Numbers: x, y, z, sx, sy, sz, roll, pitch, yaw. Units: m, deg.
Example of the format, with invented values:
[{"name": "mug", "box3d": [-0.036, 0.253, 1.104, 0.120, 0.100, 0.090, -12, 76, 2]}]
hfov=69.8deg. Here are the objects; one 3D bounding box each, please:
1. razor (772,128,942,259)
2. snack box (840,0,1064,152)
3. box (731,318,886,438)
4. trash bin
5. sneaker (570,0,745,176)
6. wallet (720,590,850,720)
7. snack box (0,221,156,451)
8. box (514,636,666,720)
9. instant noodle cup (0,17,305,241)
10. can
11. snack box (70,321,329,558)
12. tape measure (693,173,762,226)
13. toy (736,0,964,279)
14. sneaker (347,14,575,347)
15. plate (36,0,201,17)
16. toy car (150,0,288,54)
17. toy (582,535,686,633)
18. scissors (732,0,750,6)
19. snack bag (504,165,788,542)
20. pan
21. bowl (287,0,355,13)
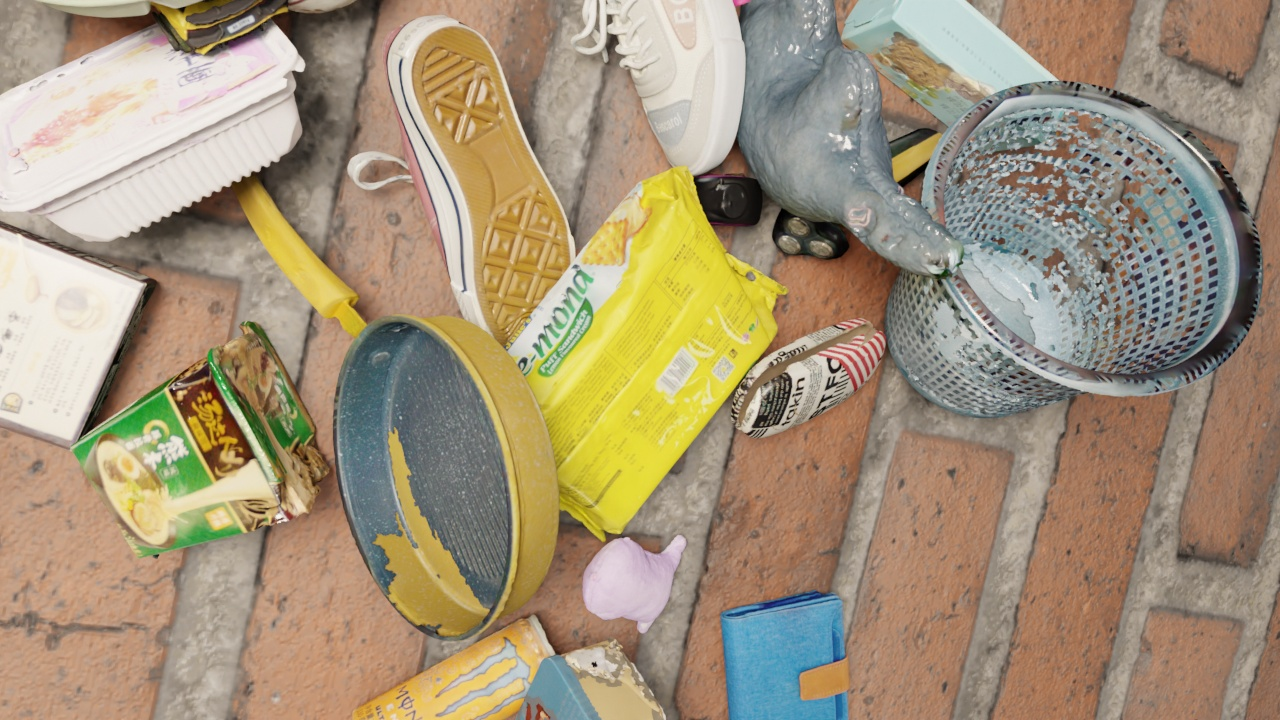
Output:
[{"name": "razor", "box3d": [0.179, -0.135, 0.729, 0.167, 0.062, 0.067, -33, 74, -18]}, {"name": "snack box", "box3d": [0.250, -0.233, 0.728, 0.175, 0.074, 0.051, 30, 85, -19]}, {"name": "box", "box3d": [0.136, 0.016, 0.705, 0.164, 0.060, 0.072, -22, 119, -36]}, {"name": "trash bin", "box3d": [0.282, -0.053, 0.676, 0.226, 0.195, 0.226, 2, 70, -6]}, {"name": "sneaker", "box3d": [0.003, -0.246, 0.631, 0.090, 0.090, 0.242, -17, 98, -32]}, {"name": "wallet", "box3d": [0.122, 0.265, 0.765, 0.106, 0.040, 0.133, -7, 99, -14]}, {"name": "snack box", "box3d": [-0.379, -0.021, 0.549, 0.125, 0.053, 0.113, 24, 89, -19]}, {"name": "box", "box3d": [-0.050, 0.288, 0.649, 0.062, 0.090, 0.185, -1, 125, -40]}, {"name": "instant noodle cup", "box3d": [-0.282, -0.138, 0.538, 0.173, 0.138, 0.060, -31, 139, -14]}, {"name": "can", "box3d": [-0.130, 0.243, 0.664, 0.146, 0.058, 0.058, -26, 104, -14]}, {"name": "snack box", "box3d": [-0.273, 0.053, 0.570, 0.105, 0.118, 0.117, -24, 104, -5]}, {"name": "tape measure", "box3d": [0.062, -0.121, 0.686, 0.057, 0.057, 0.039, -6, 101, -50]}, {"name": "toy", "box3d": [0.121, -0.178, 0.638, 0.091, 0.138, 0.355, -1, 57, -23]}, {"name": "sneaker", "box3d": [-0.115, -0.111, 0.612, 0.118, 0.088, 0.241, -35, 130, -24]}, {"name": "plate", "box3d": [-0.265, -0.280, 0.509, 0.230, 0.027, 0.229, -2, 68, 5]}, {"name": "toy car", "box3d": [-0.265, -0.237, 0.531, 0.071, 0.041, 0.156, -34, 69, -15]}, {"name": "toy", "box3d": [-0.005, 0.165, 0.692, 0.108, 0.039, 0.084, 30, 82, -53]}, {"name": "scissors", "box3d": [0.072, -0.307, 0.642, 0.017, 0.133, 0.133, 33, 66, -61]}, {"name": "snack bag", "box3d": [-0.004, 0.004, 0.651, 0.246, 0.068, 0.158, -52, 128, -7]}, {"name": "pan", "box3d": [-0.171, 0.002, 0.568, 0.078, 0.198, 0.357, -11, 69, -45]}, {"name": "bowl", "box3d": [-0.193, -0.269, 0.569, 0.062, 0.114, 0.113, -3, 100, -62]}]
